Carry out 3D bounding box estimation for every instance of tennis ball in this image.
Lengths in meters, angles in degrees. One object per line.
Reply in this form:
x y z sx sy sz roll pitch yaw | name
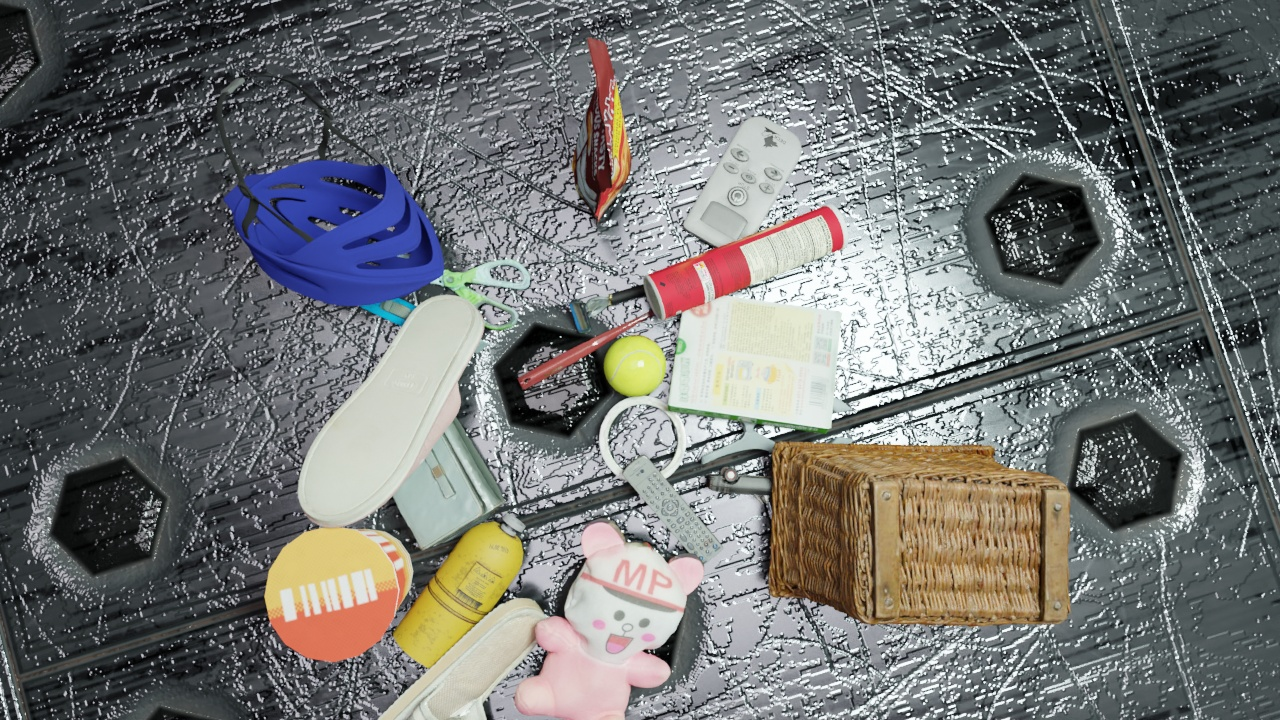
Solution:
-0.006 0.006 0.962 0.065 0.065 0.065 0 86 0 | tennis ball

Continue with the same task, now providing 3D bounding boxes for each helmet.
-0.313 -0.163 0.900 0.242 0.228 0.147 17 54 17 | helmet

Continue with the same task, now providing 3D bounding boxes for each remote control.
0.034 0.157 0.965 0.033 0.013 0.136 -39 97 1 | remote control
0.114 -0.191 0.998 0.074 0.019 0.151 30 87 2 | remote control

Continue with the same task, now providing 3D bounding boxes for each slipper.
-0.243 0.050 0.927 0.114 0.054 0.273 18 62 20 | slipper
-0.192 0.355 0.924 0.272 0.114 0.054 -50 45 -6 | slipper

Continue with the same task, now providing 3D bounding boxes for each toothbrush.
-0.046 -0.020 0.988 0.190 0.016 0.016 -29 90 -2 | toothbrush

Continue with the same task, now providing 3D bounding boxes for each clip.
0.142 0.053 0.979 0.163 0.028 0.115 -4 85 -1 | clip

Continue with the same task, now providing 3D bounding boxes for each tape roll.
0.002 0.085 0.981 0.094 0.018 0.094 0 86 0 | tape roll

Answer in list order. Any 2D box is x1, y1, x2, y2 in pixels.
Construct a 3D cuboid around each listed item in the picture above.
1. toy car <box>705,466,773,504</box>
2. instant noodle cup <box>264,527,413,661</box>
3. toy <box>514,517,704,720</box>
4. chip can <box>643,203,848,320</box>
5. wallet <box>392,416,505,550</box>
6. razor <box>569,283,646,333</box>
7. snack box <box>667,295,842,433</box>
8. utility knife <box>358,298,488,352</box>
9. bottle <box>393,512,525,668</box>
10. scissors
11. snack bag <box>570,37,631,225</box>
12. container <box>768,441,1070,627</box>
0.115 0.132 0.965 0.092 0.040 0.037 3 87 -2 | toy car
-0.290 0.223 0.921 0.123 0.121 0.123 0 86 0 | instant noodle cup
-0.033 0.276 0.936 0.142 0.084 0.213 23 89 -2 | toy
0.110 -0.103 0.961 0.214 0.052 0.052 -22 86 -9 | chip can
-0.216 0.122 0.966 0.100 0.054 0.131 -32 82 -3 | wallet
-0.006 -0.072 0.992 0.144 0.022 0.043 -20 128 -5 | razor
0.121 0.001 0.963 0.168 0.027 0.131 8 72 4 | snack box
-0.250 -0.050 0.993 0.185 0.015 0.031 24 89 1 | utility knife
-0.177 0.232 0.945 0.071 0.071 0.163 36 87 2 | bottle
-0.210 -0.079 0.995 0.175 0.032 0.093 8 88 5 | scissors
-0.043 -0.212 0.906 0.066 0.208 0.139 1 86 0 | snack bag
0.271 0.165 0.874 0.250 0.183 0.162 2 88 -11 | container
